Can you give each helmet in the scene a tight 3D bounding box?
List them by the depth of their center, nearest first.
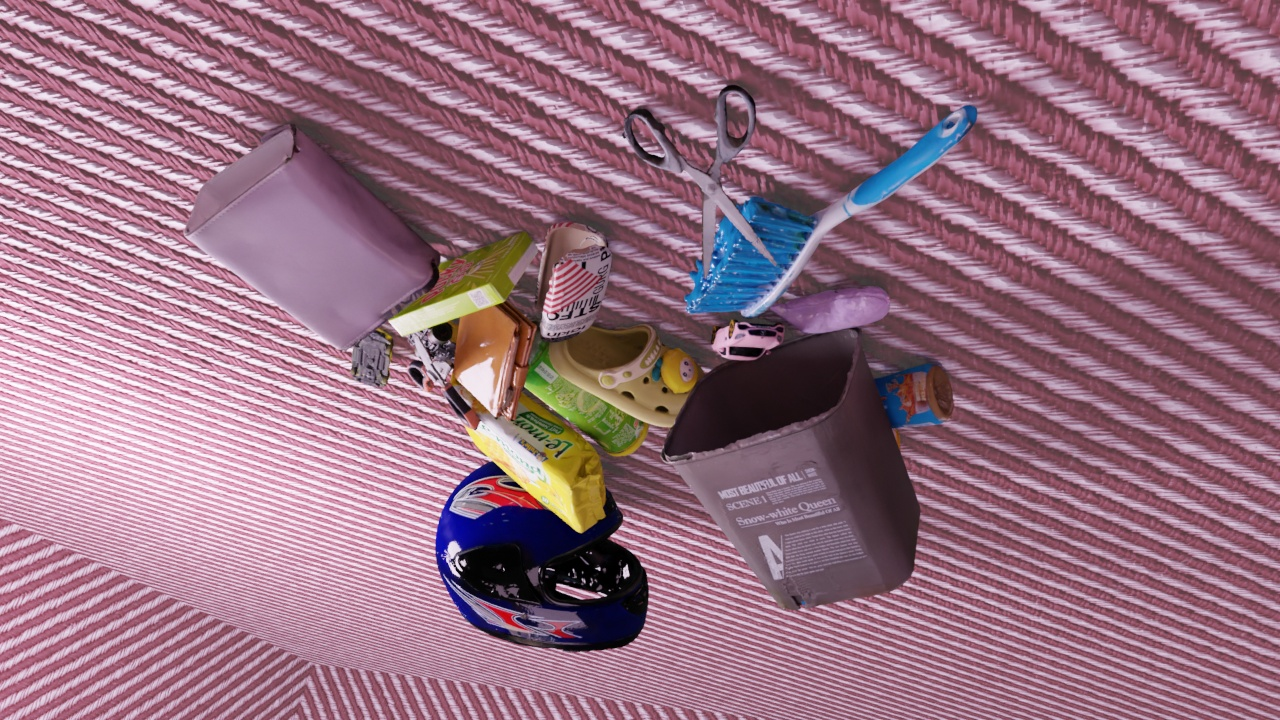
[{"bbox_3d":[-0.137,0.259,1.317,0.316,0.246,0.241,9,107,16],"label":"helmet"}]

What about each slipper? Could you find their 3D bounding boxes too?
[{"bbox_3d":[-0.006,0.006,1.006,0.190,0.091,0.082,22,146,-10],"label":"slipper"}]

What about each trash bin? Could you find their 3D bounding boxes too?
[{"bbox_3d":[0.167,0.115,0.931,0.199,0.198,0.220,-19,110,30],"label":"trash bin"}]

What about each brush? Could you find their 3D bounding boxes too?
[{"bbox_3d":[0.143,-0.121,0.780,0.109,0.060,0.315,14,148,-14],"label":"brush"}]

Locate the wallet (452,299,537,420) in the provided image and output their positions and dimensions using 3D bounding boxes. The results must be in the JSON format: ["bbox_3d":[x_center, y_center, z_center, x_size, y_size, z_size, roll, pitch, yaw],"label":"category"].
[{"bbox_3d":[-0.162,-0.011,0.997,0.108,0.031,0.132,40,132,29],"label":"wallet"}]

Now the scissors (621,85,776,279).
[{"bbox_3d":[0.054,-0.145,0.752,0.159,0.014,0.181,24,131,6],"label":"scissors"}]

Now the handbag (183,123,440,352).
[{"bbox_3d":[-0.311,-0.119,0.893,0.145,0.098,0.197,-24,136,22],"label":"handbag"}]

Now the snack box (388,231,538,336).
[{"bbox_3d":[-0.181,-0.076,0.928,0.157,0.085,0.026,-14,126,37],"label":"snack box"}]

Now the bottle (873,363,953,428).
[{"bbox_3d":[0.234,0.055,1.025,0.219,0.065,0.065,-15,140,39],"label":"bottle"}]

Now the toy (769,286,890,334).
[{"bbox_3d":[0.192,-0.048,0.895,0.108,0.039,0.083,-12,159,30],"label":"toy"}]

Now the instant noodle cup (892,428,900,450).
[{"bbox_3d":[0.254,0.135,1.105,0.138,0.109,0.138,8,150,5],"label":"instant noodle cup"}]

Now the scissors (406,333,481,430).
[{"bbox_3d":[-0.234,0.024,1.068,0.190,0.015,0.222,24,153,44],"label":"scissors"}]

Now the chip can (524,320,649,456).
[{"bbox_3d":[-0.078,0.036,1.094,0.073,0.072,0.221,-11,143,33],"label":"chip can"}]

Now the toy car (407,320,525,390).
[{"bbox_3d":[-0.205,-0.007,1.094,0.156,0.041,0.071,30,149,-18],"label":"toy car"}]

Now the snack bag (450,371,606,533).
[{"bbox_3d":[-0.140,0.110,1.178,0.246,0.068,0.158,35,156,22],"label":"snack bag"}]

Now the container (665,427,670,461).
[{"bbox_3d":[0.095,0.100,1.126,0.111,0.089,0.090,28,146,-21],"label":"container"}]

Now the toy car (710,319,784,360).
[{"bbox_3d":[0.107,-0.020,0.937,0.056,0.037,0.122,2,175,-9],"label":"toy car"}]

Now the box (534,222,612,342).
[{"bbox_3d":[-0.070,-0.085,0.927,0.074,0.081,0.164,-14,153,-18],"label":"box"}]

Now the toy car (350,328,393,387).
[{"bbox_3d":[-0.335,-0.008,1.153,0.048,0.032,0.105,16,138,-6],"label":"toy car"}]
